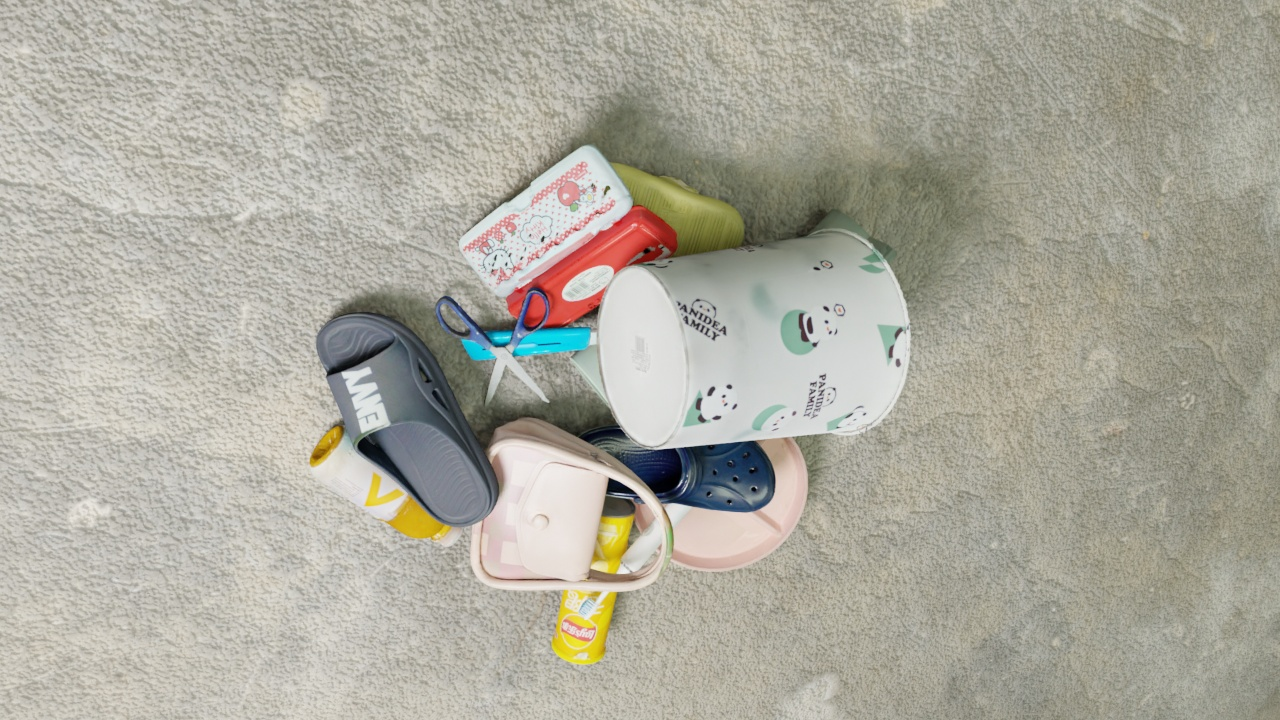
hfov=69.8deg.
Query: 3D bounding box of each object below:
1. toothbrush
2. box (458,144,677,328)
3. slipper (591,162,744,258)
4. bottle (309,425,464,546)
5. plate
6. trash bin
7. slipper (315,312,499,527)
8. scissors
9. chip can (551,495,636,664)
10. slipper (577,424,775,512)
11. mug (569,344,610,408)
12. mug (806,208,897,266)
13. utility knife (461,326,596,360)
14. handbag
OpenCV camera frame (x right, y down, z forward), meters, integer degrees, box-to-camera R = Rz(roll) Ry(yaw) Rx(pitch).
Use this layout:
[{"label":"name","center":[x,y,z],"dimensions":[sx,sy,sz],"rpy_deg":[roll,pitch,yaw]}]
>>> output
[{"label":"toothbrush","center":[0.004,0.229,1.122],"dimensions":[0.026,0.027,0.220],"rpy_deg":[45,80,-14]},{"label":"box","center":[-0.078,-0.118,0.968],"dimensions":[0.202,0.060,0.161],"rpy_deg":[-31,122,27]},{"label":"slipper","center":[0.021,-0.162,1.016],"dimensions":[0.190,0.081,0.092],"rpy_deg":[16,114,-8]},{"label":"bottle","center":[-0.278,0.147,1.029],"dimensions":[0.068,0.068,0.189],"rpy_deg":[-47,119,1]},{"label":"plate","center":[0.100,0.163,1.175],"dimensions":[0.229,0.028,0.230],"rpy_deg":[-2,108,-6]},{"label":"trash bin","center":[0.106,-0.015,0.954],"dimensions":[0.251,0.230,0.230],"rpy_deg":[-8,113,-28]},{"label":"slipper","center":[-0.243,0.069,0.956],"dimensions":[0.111,0.083,0.268],"rpy_deg":[-29,102,11]},{"label":"scissors","center":[-0.151,-0.018,1.006],"dimensions":[0.176,0.012,0.163],"rpy_deg":[39,116,-19]},{"label":"chip can","center":[-0.060,0.274,1.160],"dimensions":[0.072,0.072,0.213],"rpy_deg":[5,107,-22]},{"label":"slipper","center":[0.038,0.120,1.081],"dimensions":[0.253,0.095,0.105],"rpy_deg":[6,85,1]},{"label":"mug","center":[-0.006,0.006,1.056],"dimensions":[0.106,0.082,0.111],"rpy_deg":[-39,74,-6]},{"label":"mug","center":[0.231,-0.110,1.090],"dimensions":[0.103,0.124,0.083],"rpy_deg":[-45,120,2]},{"label":"utility knife","center":[-0.103,-0.022,1.021],"dimensions":[0.191,0.018,0.034],"rpy_deg":[-4,119,4]},{"label":"handbag","center":[-0.073,0.182,1.048],"dimensions":[0.234,0.093,0.193],"rpy_deg":[14,110,11]}]
